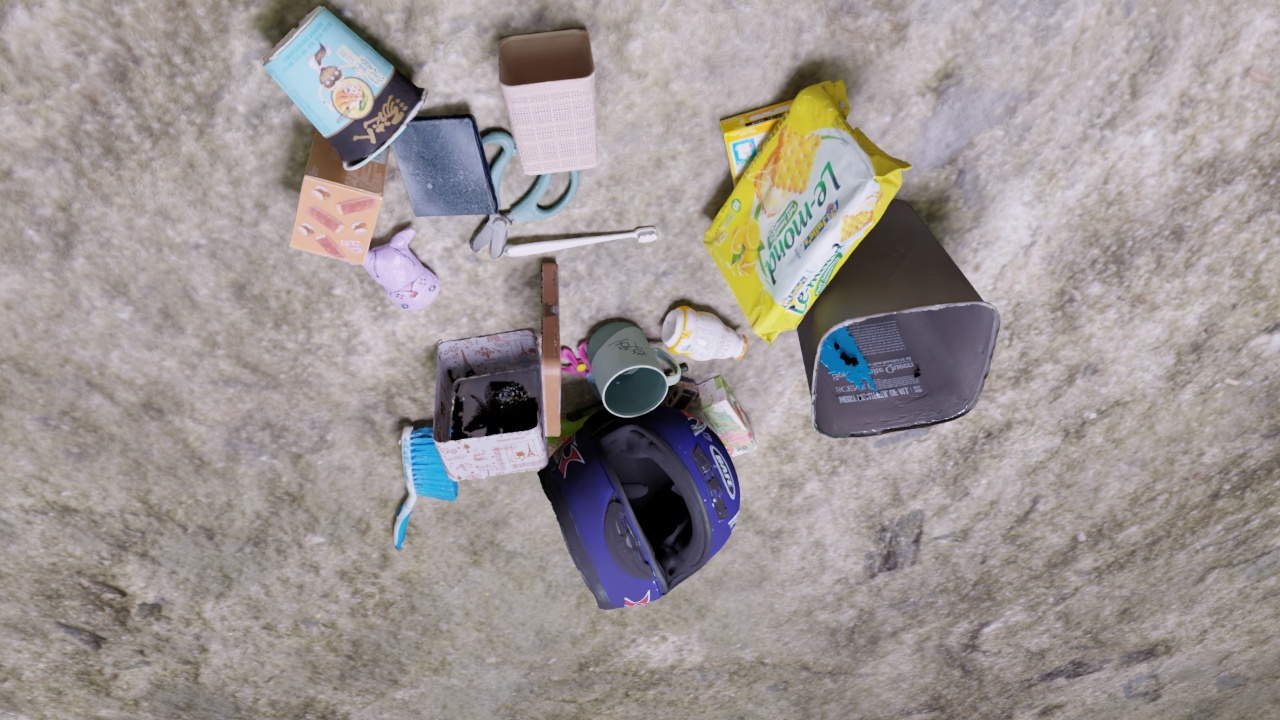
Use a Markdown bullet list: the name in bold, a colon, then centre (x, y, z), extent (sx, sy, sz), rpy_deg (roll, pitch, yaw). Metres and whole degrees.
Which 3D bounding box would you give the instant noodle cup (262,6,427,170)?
- **instant noodle cup**: centre (-0.283, -0.260, 0.862), extent (0.111, 0.111, 0.120), rpy_deg (-31, 125, 22)

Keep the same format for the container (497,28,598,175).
- **container**: centre (-0.087, -0.252, 0.909), extent (0.090, 0.090, 0.111), rpy_deg (-7, 139, -2)

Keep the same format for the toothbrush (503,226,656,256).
- **toothbrush**: centre (-0.069, -0.136, 1.071), extent (0.180, 0.016, 0.016), rpy_deg (-8, 137, -6)

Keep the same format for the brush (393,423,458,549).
- **brush**: centre (-0.323, 0.196, 1.362), extent (0.109, 0.060, 0.315), rpy_deg (4, 137, -5)

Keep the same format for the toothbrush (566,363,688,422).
- **toothbrush**: centre (-0.018, 0.046, 1.272), extent (0.186, 0.012, 0.017), rpy_deg (-24, 148, 10)

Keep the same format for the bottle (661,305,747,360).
- **bottle**: centre (0.084, -0.030, 1.180), extent (0.108, 0.063, 0.063), rpy_deg (15, 131, -23)

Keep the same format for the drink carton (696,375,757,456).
- **drink carton**: centre (0.121, 0.081, 1.307), extent (0.045, 0.053, 0.122), rpy_deg (-23, 134, 15)

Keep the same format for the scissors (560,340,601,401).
- **scissors**: centre (-0.060, 0.017, 1.244), extent (0.072, 0.017, 0.137), rpy_deg (-31, 137, 11)

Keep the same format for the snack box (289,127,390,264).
- **snack box**: centre (-0.312, -0.170, 0.952), extent (0.077, 0.092, 0.095), rpy_deg (13, 132, -21)

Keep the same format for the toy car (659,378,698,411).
- **toy car**: centre (0.045, 0.063, 1.291), extent (0.042, 0.035, 0.091), rpy_deg (17, 133, -22)

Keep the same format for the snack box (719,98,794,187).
- **snack box**: centre (0.144, -0.215, 1.022), extent (0.087, 0.033, 0.140), rpy_deg (-15, 134, 6)

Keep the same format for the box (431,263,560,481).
- **box**: centre (-0.177, 0.017, 1.105), extent (0.157, 0.180, 0.218), rpy_deg (0, 138, -6)

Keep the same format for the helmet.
- **helmet**: centre (0.010, 0.176, 1.186), extent (0.240, 0.315, 0.247), rpy_deg (-27, 95, -6)

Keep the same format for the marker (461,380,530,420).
- **marker**: centre (-0.202, 0.055, 1.253), extent (0.131, 0.022, 0.018), rpy_deg (-31, 103, 23)

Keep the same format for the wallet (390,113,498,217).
- **wallet**: centre (-0.210, -0.204, 0.973), extent (0.097, 0.019, 0.121), rpy_deg (0, 133, 10)

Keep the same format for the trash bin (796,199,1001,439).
- **trash bin**: centre (0.273, -0.055, 1.072), extent (0.199, 0.219, 0.199), rpy_deg (-8, 135, -1)

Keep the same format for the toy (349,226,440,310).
- **toy**: centre (-0.276, -0.102, 1.068), extent (0.084, 0.039, 0.108), rpy_deg (-27, 133, 3)

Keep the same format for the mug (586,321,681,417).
- **mug**: centre (-0.007, 0.007, 1.168), extent (0.111, 0.106, 0.082), rpy_deg (-4, 127, -16)

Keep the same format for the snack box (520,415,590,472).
- **snack box**: centre (-0.121, 0.121, 1.331), extent (0.156, 0.026, 0.086), rpy_deg (-5, 137, -4)

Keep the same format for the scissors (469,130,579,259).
- **scissors**: centre (-0.160, -0.183, 1.018), extent (0.161, 0.019, 0.179), rpy_deg (29, 126, -33)

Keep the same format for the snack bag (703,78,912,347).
- **snack bag**: centre (0.167, -0.153, 0.960), extent (0.068, 0.158, 0.247), rpy_deg (3, 137, -34)
